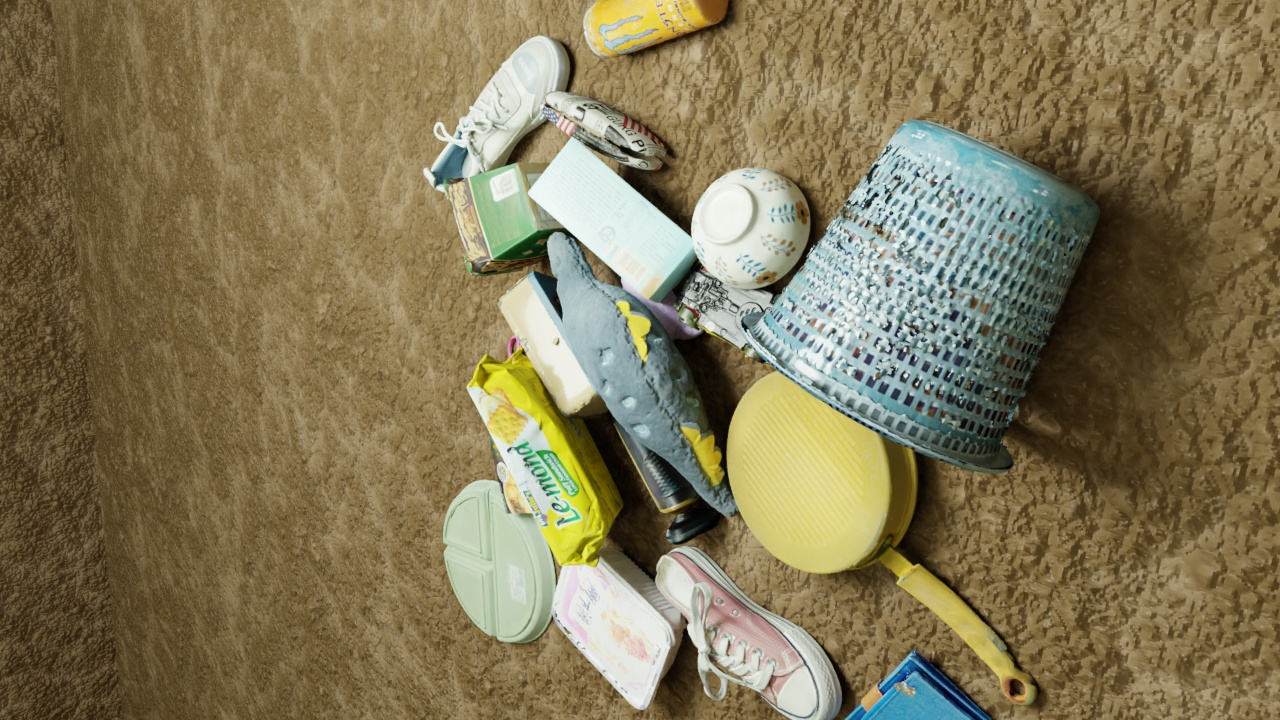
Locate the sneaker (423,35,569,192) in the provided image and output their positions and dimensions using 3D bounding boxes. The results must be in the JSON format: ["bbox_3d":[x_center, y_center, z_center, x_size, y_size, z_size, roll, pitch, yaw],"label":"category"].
[{"bbox_3d":[-0.176,-0.282,1.066,0.243,0.090,0.089,-43,70,39],"label":"sneaker"}]

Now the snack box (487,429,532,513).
[{"bbox_3d":[-0.128,0.129,1.141,0.126,0.053,0.113,-14,89,50],"label":"snack box"}]

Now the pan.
[{"bbox_3d":[0.213,0.156,0.821,0.357,0.078,0.198,56,134,28],"label":"pan"}]

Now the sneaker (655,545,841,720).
[{"bbox_3d":[0.091,0.284,0.933,0.241,0.087,0.118,39,123,33],"label":"sneaker"}]

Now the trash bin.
[{"bbox_3d":[0.217,-0.058,0.674,0.226,0.226,0.195,37,110,32],"label":"trash bin"}]

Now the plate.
[{"bbox_3d":[-0.200,0.277,1.253,0.231,0.027,0.230,12,108,42],"label":"plate"}]

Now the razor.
[{"bbox_3d":[0.021,0.124,0.998,0.167,0.062,0.068,57,162,26],"label":"razor"}]

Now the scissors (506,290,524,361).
[{"bbox_3d":[-0.133,-0.041,1.129,0.133,0.017,0.134,49,128,30],"label":"scissors"}]

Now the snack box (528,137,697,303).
[{"bbox_3d":[-0.025,-0.141,0.927,0.175,0.051,0.074,42,98,9],"label":"snack box"}]

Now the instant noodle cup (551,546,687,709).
[{"bbox_3d":[-0.019,0.296,1.058,0.173,0.060,0.138,38,127,34],"label":"instant noodle cup"}]

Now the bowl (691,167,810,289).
[{"bbox_3d":[0.092,-0.127,0.841,0.114,0.062,0.113,-8,75,33],"label":"bowl"}]

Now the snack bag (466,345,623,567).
[{"bbox_3d":[-0.096,0.099,1.015,0.068,0.158,0.246,-28,91,8],"label":"snack bag"}]

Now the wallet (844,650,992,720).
[{"bbox_3d":[0.249,0.339,0.830,0.106,0.040,0.133,41,125,20],"label":"wallet"}]

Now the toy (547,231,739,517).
[{"bbox_3d":[-0.005,0.005,0.926,0.091,0.138,0.356,-34,79,1],"label":"toy"}]

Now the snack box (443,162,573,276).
[{"bbox_3d":[-0.137,-0.170,1.038,0.106,0.117,0.118,-19,88,40],"label":"snack box"}]

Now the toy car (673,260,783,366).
[{"bbox_3d":[0.097,-0.044,0.882,0.156,0.041,0.071,33,97,36],"label":"toy car"}]

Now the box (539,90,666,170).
[{"bbox_3d":[-0.038,-0.248,0.961,0.164,0.072,0.060,35,96,30],"label":"box"}]

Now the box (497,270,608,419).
[{"bbox_3d":[-0.081,-0.010,1.027,0.062,0.089,0.184,-40,72,17],"label":"box"}]

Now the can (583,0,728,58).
[{"bbox_3d":[0.013,-0.339,0.895,0.146,0.058,0.058,-1,98,44],"label":"can"}]

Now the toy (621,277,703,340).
[{"bbox_3d":[0.016,-0.061,0.965,0.084,0.038,0.108,-26,85,40],"label":"toy"}]
